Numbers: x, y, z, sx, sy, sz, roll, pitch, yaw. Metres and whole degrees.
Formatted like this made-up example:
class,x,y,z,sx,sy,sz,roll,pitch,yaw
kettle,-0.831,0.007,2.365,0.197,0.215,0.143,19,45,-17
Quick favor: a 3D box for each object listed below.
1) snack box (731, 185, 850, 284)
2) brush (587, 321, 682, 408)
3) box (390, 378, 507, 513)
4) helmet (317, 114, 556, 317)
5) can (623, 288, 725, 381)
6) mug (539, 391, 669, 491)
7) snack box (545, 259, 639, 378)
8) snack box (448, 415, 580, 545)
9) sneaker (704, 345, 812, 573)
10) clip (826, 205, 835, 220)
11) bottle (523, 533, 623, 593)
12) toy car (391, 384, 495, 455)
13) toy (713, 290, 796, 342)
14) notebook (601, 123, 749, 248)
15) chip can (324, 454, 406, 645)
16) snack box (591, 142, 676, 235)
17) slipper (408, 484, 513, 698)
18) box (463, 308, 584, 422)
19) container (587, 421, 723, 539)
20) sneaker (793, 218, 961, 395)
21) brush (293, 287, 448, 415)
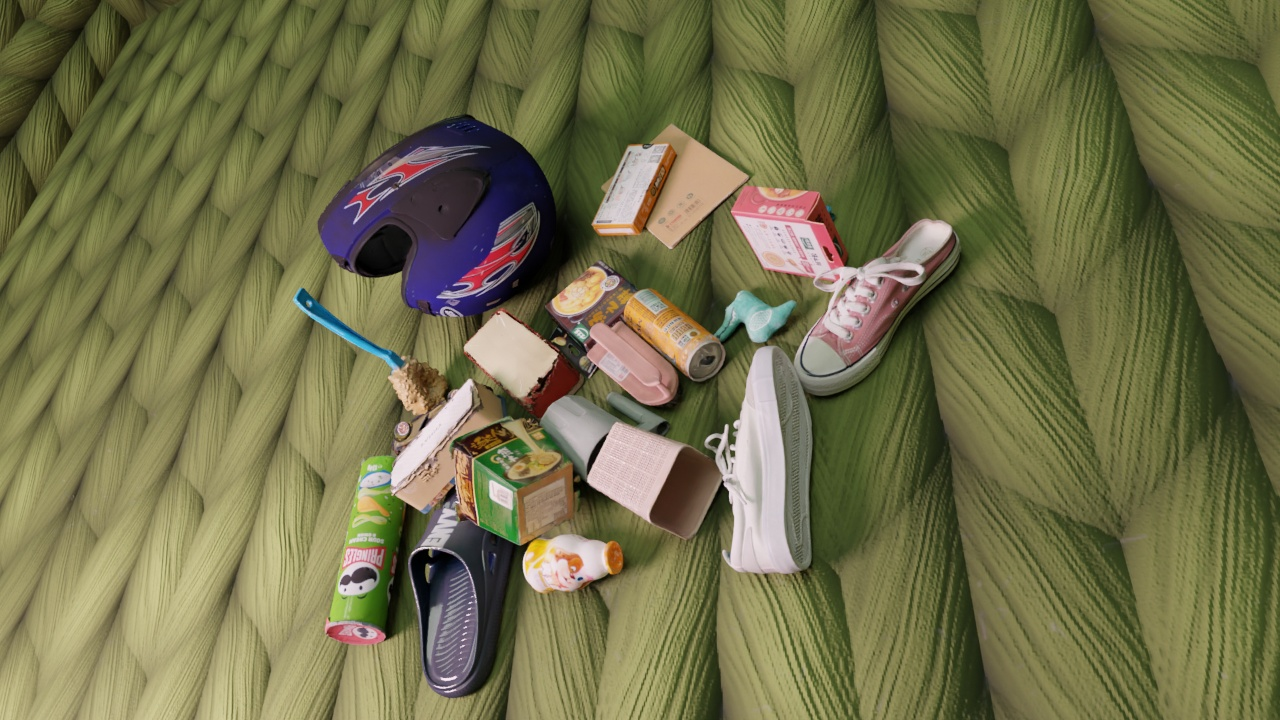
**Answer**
class,x,y,z,sx,sy,sz,roll,pitch,yaw
snack box,0.186,-0.148,1.077,0.127,0.113,0.044,16,66,39
brush,-0.007,0.007,1.119,0.063,0.073,0.145,-45,47,-4
box,-0.240,0.104,1.163,0.184,0.059,0.089,-43,27,13
helmet,-0.268,-0.179,1.303,0.315,0.247,0.240,-35,81,-2
can,0.040,-0.033,1.127,0.058,0.058,0.146,-45,46,-3
mug,-0.045,0.086,1.091,0.123,0.084,0.103,-31,38,-28
snack box,-0.061,-0.058,1.222,0.125,0.053,0.113,-42,45,-7
snack box,-0.139,0.141,1.044,0.117,0.118,0.106,-23,36,-35
sneaker,0.122,0.104,0.956,0.091,0.089,0.241,-15,60,32
clip,0.216,-0.169,1.139,0.056,0.043,0.014,-35,47,2
bottle,-0.074,0.222,1.011,0.109,0.063,0.063,-12,52,26
toy car,-0.263,0.083,1.230,0.158,0.070,0.042,-34,65,9
toy,0.132,-0.050,1.102,0.096,0.030,0.092,-49,41,3
notebook,0.044,-0.255,1.321,0.148,0.008,0.207,-42,45,-1
chip can,-0.343,0.236,1.170,0.072,0.072,0.235,-17,50,22
snack box,-0.009,-0.249,1.326,0.075,0.026,0.153,6,62,35
slipper,-0.215,0.249,1.072,0.111,0.083,0.267,-16,52,20
box,-0.163,0.002,1.219,0.091,0.080,0.168,-48,45,-7
container,0.013,0.127,1.003,0.111,0.090,0.090,19,80,44
sneaker,0.248,-0.070,0.996,0.241,0.088,0.118,-47,45,-1
brush,-0.363,-0.011,1.251,0.046,0.254,0.083,-29,33,35
